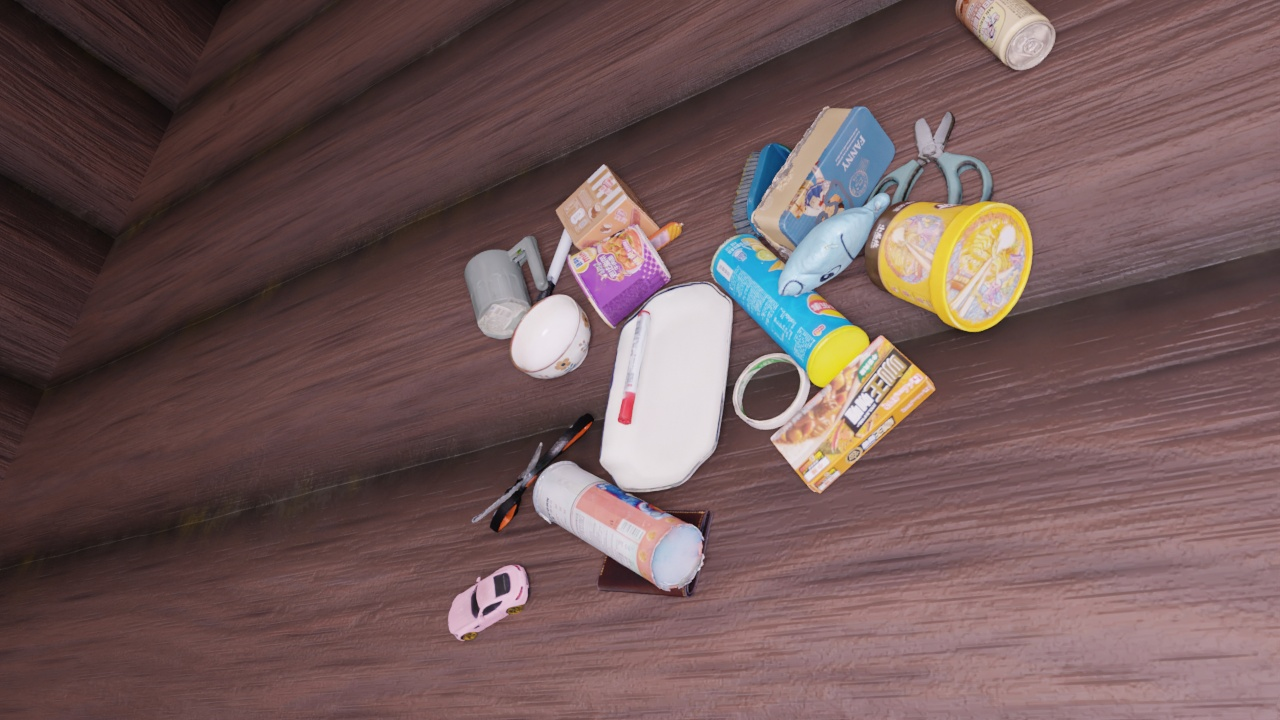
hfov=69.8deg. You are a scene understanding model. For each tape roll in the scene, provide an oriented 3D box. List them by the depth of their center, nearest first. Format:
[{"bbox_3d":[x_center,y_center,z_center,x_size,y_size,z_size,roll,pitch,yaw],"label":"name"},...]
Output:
[{"bbox_3d":[0.139,0.032,0.980,0.086,0.014,0.085,-22,51,29],"label":"tape roll"}]

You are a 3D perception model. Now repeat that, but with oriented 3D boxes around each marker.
[{"bbox_3d":[-0.006,0.006,1.065,0.017,0.017,0.145,-10,56,35],"label":"marker"},{"bbox_3d":[-0.119,-0.138,1.307,0.023,0.018,0.130,5,66,33],"label":"marker"}]

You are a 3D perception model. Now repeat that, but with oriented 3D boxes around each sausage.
[{"bbox_3d":[-0.010,-0.135,1.211,0.165,0.021,0.021,-33,46,19],"label":"sausage"}]

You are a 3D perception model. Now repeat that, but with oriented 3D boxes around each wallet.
[{"bbox_3d":[0.014,0.201,0.971,0.123,0.020,0.096,-6,54,39],"label":"wallet"}]

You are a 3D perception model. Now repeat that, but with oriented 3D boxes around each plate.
[{"bbox_3d":[0.037,0.031,1.052,0.162,0.034,0.265,-13,55,33],"label":"plate"}]

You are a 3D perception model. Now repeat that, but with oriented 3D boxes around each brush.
[{"bbox_3d":[0.155,-0.204,1.083,0.074,0.055,0.143,-18,41,40],"label":"brush"}]

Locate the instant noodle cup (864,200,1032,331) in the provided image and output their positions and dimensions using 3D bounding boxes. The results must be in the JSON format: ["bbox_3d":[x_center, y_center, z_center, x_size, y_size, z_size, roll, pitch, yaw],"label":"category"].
[{"bbox_3d":[0.287,-0.098,0.875,0.118,0.118,0.114,-55,35,-4],"label":"instant noodle cup"}]

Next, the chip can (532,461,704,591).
[{"bbox_3d":[-0.028,0.170,0.965,0.215,0.071,0.071,18,75,51],"label":"chip can"}]

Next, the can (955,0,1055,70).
[{"bbox_3d":[0.395,-0.369,0.999,0.059,0.058,0.116,-35,45,17],"label":"can"}]

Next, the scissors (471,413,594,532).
[{"bbox_3d":[-0.129,0.131,1.046,0.232,0.021,0.222,-41,-11,-48],"label":"scissors"}]

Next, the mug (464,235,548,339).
[{"bbox_3d":[-0.185,-0.105,1.292,0.124,0.083,0.103,-37,47,18],"label":"mug"}]

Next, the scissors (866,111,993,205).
[{"bbox_3d":[0.297,-0.194,0.995,0.172,0.019,0.176,-26,50,26],"label":"scissors"}]

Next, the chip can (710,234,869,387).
[{"bbox_3d":[0.155,-0.058,0.986,0.071,0.071,0.210,-45,43,7],"label":"chip can"}]

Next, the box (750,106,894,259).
[{"bbox_3d":[0.207,-0.200,1.023,0.184,0.089,0.062,-57,37,-4],"label":"box"}]

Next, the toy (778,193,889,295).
[{"bbox_3d":[0.197,-0.118,0.928,0.161,0.156,0.050,-44,81,0],"label":"toy"}]

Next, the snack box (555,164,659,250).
[{"bbox_3d":[-0.045,-0.190,1.236,0.094,0.077,0.092,-41,44,12],"label":"snack box"}]

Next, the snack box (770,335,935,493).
[{"bbox_3d":[0.206,0.053,0.901,0.154,0.026,0.075,-44,44,8],"label":"snack box"}]

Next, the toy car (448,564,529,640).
[{"bbox_3d":[-0.180,0.281,1.067,0.123,0.037,0.056,-34,44,19],"label":"toy car"}]

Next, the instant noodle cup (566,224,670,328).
[{"bbox_3d":[-0.024,-0.112,1.151,0.099,0.111,0.111,-34,45,8],"label":"instant noodle cup"}]

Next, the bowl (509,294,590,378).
[{"bbox_3d":[-0.107,-0.023,1.189,0.114,0.062,0.113,-20,53,28],"label":"bowl"}]
